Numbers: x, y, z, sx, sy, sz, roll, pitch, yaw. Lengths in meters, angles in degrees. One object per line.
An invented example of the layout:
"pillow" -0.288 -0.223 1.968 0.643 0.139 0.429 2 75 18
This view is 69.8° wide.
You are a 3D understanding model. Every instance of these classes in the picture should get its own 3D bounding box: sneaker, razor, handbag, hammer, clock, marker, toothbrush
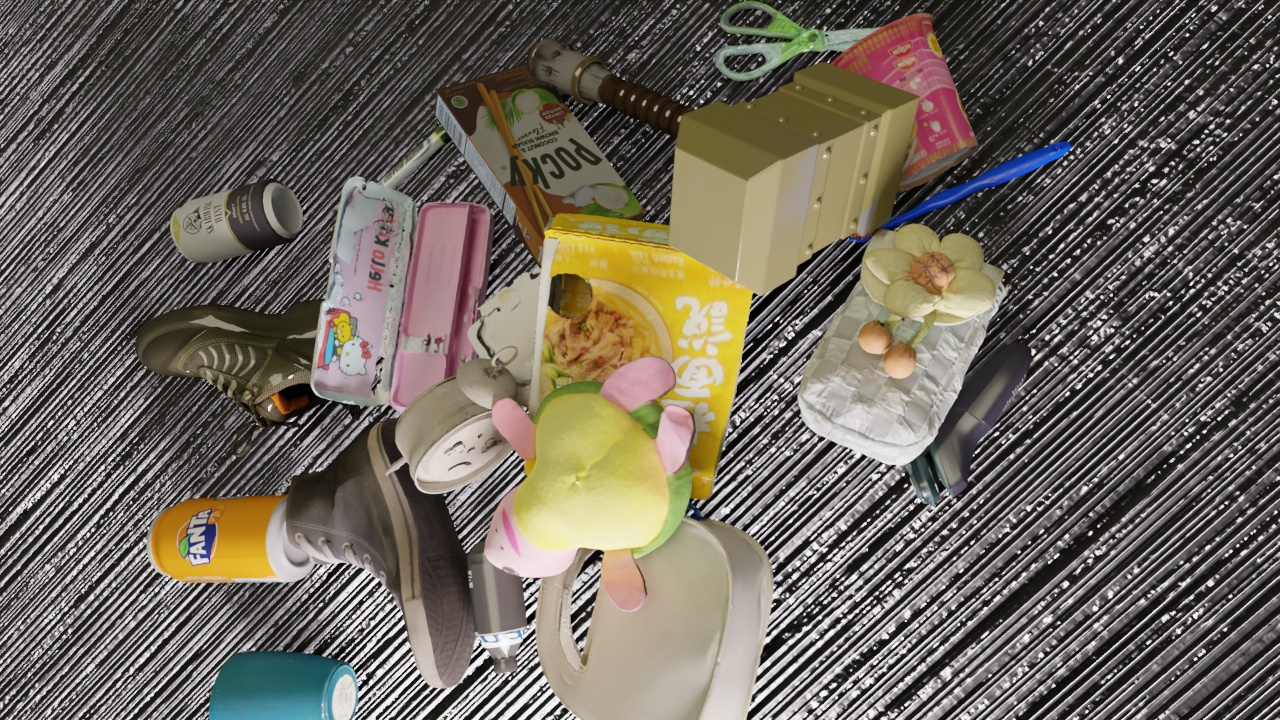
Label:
"sneaker" -0.227 0.181 0.803 0.120 0.095 0.234 -27 78 14
"razor" 0.254 0.047 0.702 0.052 0.047 0.143 39 91 28
"handbag" 0.192 -0.015 0.682 0.112 0.123 0.171 26 79 17
"hammer" 0.026 -0.190 0.719 0.325 0.189 0.101 34 138 33
"clock" -0.144 0.041 0.756 0.061 0.103 0.157 50 123 24
"marker" -0.221 -0.191 0.889 0.146 0.017 0.017 -40 74 8
"toothbrush" 0.254 -0.136 0.737 0.183 0.018 0.016 -23 52 13
"handbag" 0.003 0.210 0.741 0.200 0.093 0.200 13 87 38
"sneaker" -0.355 0.026 0.858 0.238 0.101 0.142 -3 75 10

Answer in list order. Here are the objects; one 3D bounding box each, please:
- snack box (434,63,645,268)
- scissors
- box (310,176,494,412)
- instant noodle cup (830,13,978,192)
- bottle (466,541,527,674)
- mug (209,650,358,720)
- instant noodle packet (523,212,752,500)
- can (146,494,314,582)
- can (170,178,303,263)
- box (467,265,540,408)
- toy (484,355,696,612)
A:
"snack box" -0.091 -0.175 0.810 0.100 0.032 0.186 -27 72 -27
"scissors" 0.151 -0.283 0.791 0.176 0.032 0.078 2 81 13
"box" -0.212 -0.054 0.834 0.149 0.073 0.201 9 80 -13
"instant noodle cup" 0.210 -0.198 0.725 0.098 0.097 0.108 -27 83 11
"bottle" -0.122 0.211 0.789 0.047 0.047 0.112 -11 80 15
"mug" -0.310 0.315 0.822 0.104 0.084 0.112 -5 109 10
"instant noodle packet" -0.004 0.004 0.736 0.163 0.084 0.222 6 106 -4
"can" -0.376 0.166 0.854 0.143 0.079 0.079 -4 81 16
"can" -0.405 -0.136 0.911 0.127 0.064 0.064 -11 80 15
"box" -0.088 -0.025 0.797 0.107 0.076 0.102 -40 75 6
"toy" -0.039 0.095 0.699 0.190 0.087 0.239 49 122 13
